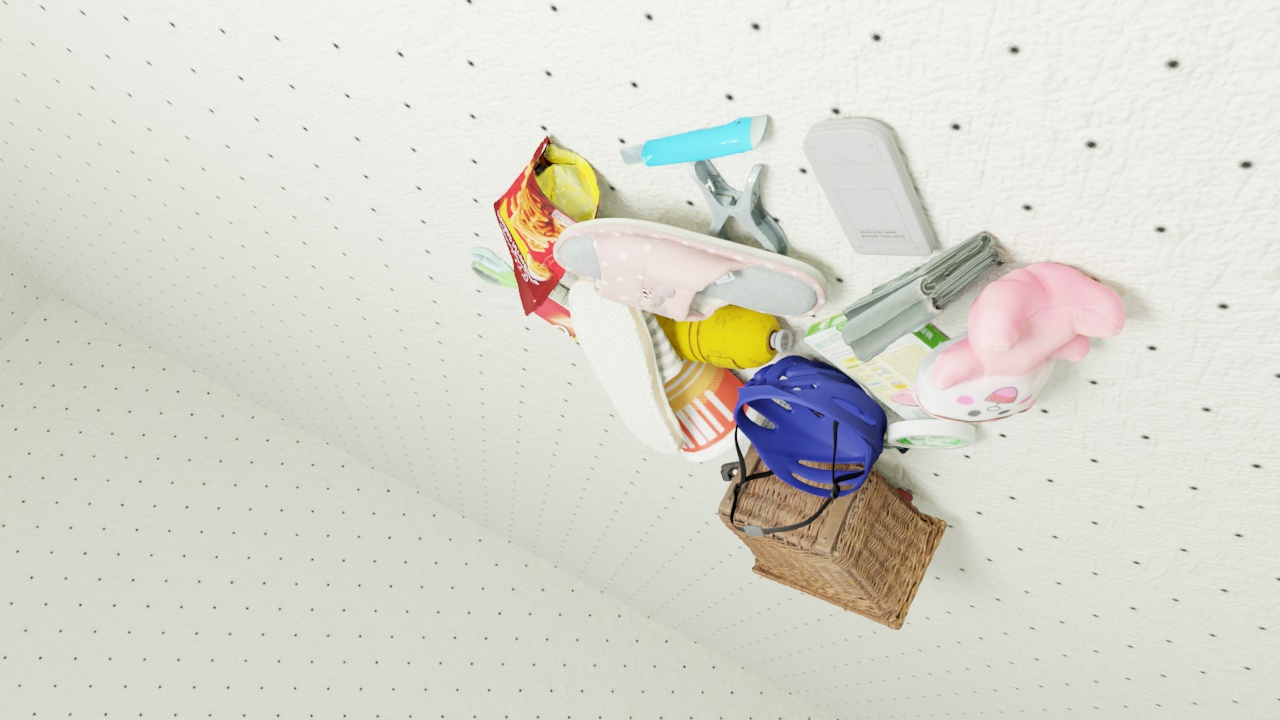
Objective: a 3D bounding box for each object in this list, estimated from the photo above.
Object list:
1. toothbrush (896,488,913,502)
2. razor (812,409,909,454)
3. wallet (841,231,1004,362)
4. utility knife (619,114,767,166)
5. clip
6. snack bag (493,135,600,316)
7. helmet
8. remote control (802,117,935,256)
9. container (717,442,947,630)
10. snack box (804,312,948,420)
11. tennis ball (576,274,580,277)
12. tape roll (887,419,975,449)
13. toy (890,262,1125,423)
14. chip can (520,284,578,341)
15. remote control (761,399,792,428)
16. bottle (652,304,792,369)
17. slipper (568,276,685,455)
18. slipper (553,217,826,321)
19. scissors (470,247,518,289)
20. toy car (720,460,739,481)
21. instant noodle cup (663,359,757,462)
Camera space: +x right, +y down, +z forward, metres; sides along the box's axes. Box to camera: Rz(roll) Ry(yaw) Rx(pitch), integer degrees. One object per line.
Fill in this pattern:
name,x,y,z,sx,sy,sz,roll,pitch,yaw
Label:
toothbrush,0.283,0.150,1.258,0.190,0.016,0.016,25,161,8
razor,0.264,0.081,1.132,0.144,0.022,0.043,25,155,10
wallet,0.239,-0.056,0.790,0.054,0.100,0.132,53,154,0
utility knife,0.043,-0.194,0.828,0.015,0.031,0.186,-5,-173,-44
clip,0.081,-0.136,0.892,0.115,0.028,0.163,14,152,26
snack bag,-0.108,-0.147,1.009,0.139,0.066,0.208,67,153,6
helmet,0.182,0.112,1.026,0.148,0.227,0.241,-6,144,41
remote control,0.191,-0.142,0.766,0.074,0.019,0.151,8,150,40
container,0.236,0.214,1.222,0.250,0.162,0.183,11,156,47
snack box,0.274,0.003,0.957,0.168,0.027,0.132,36,156,-15
tennis ball,-0.050,-0.121,1.021,0.065,0.065,0.065,24,156,11
tape roll,0.325,0.084,1.029,0.094,0.018,0.094,4,165,1
toy,0.317,-0.003,0.811,0.142,0.084,0.213,-7,151,-5
chip can,-0.054,-0.035,1.217,0.214,0.051,0.052,33,156,-11
remote control,0.185,0.076,1.220,0.033,0.013,0.137,27,157,6
bottle,0.094,-0.028,1.040,0.164,0.071,0.071,8,149,39
slipper,-0.006,0.006,1.065,0.115,0.053,0.273,13,139,34
slipper,0.046,-0.078,0.903,0.274,0.054,0.114,10,154,5
scissors,-0.158,-0.097,1.259,0.175,0.032,0.093,36,153,-5
toy car,0.167,0.164,1.375,0.092,0.037,0.040,-5,146,11
instant noodle cup,0.066,0.042,1.166,0.121,0.123,0.124,48,151,-21
